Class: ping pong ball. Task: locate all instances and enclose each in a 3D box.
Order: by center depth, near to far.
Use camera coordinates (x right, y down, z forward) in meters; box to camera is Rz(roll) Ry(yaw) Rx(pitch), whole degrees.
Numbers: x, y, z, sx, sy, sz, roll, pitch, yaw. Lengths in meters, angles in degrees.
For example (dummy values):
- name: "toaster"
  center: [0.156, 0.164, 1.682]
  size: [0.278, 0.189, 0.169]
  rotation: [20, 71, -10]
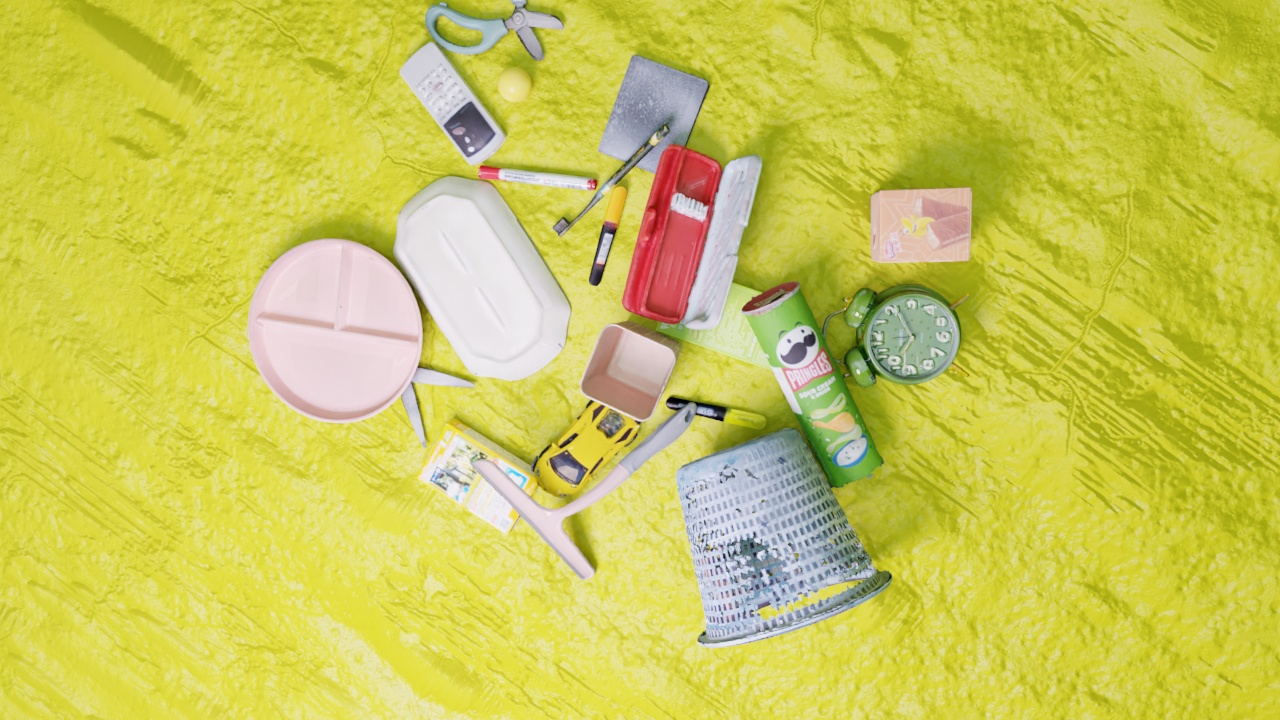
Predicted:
- name: "ping pong ball"
  center: [-0.148, -0.325, 1.079]
  size: [0.040, 0.040, 0.040]
  rotation: [1, 98, 9]

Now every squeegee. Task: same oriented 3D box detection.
- name: "squeegee"
  center: [-0.030, 0.132, 1.089]
  size: [0.249, 0.040, 0.248]
  rotation: [-37, 124, -1]

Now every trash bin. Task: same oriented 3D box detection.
- name: "trash bin"
  center: [0.139, 0.188, 1.029]
  size: [0.227, 0.226, 0.195]
  rotation: [-21, 82, 12]

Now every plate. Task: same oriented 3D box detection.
- name: "plate"
  center: [-0.200, -0.098, 1.123]
  size: [0.162, 0.034, 0.265]
  rotation: [-31, 92, 12]
- name: "plate"
  center: [-0.377, -0.037, 1.144]
  size: [0.229, 0.028, 0.229]
  rotation: [1, 96, 8]

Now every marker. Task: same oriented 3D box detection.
- name: "marker"
  center: [-0.041, -0.149, 1.099]
  size: [0.018, 0.015, 0.124]
  rotation: [10, 104, -24]
- name: "marker"
  center: [-0.124, -0.219, 1.102]
  size: [0.145, 0.017, 0.017]
  rotation: [8, 99, 8]
- name: "marker"
  center: [0.090, 0.063, 1.107]
  size: [0.124, 0.015, 0.018]
  rotation: [12, 96, 9]

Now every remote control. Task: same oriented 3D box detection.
- name: "remote control"
  center: [-0.226, -0.308, 1.105]
  size: [0.058, 0.021, 0.150]
  rotation: [-38, 90, 13]

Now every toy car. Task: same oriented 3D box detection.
- name: "toy car"
  center: [-0.065, 0.105, 1.115]
  size: [0.156, 0.041, 0.071]
  rotation: [-45, 99, 5]

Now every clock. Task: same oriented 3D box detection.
- name: "clock"
  center: [0.288, -0.027, 1.040]
  size: [0.161, 0.056, 0.116]
  rotation: [-1, 97, 10]

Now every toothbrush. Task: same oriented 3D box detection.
- name: "toothbrush"
  center: [-0.036, -0.211, 1.076]
  size: [0.186, 0.012, 0.017]
  rotation: [-41, 107, 21]

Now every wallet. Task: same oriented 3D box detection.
- name: "wallet"
  center: [0.015, -0.283, 1.070]
  size: [0.097, 0.019, 0.121]
  rotation: [22, 100, 4]

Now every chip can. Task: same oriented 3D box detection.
- name: "chip can"
  center: [0.195, 0.029, 1.037]
  size: [0.072, 0.072, 0.236]
  rotation: [-25, 103, 12]

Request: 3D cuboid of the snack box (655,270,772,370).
- name: "snack box"
  center: [0.104, -0.050, 1.083]
  size: [0.156, 0.026, 0.086]
  rotation: [19, 100, 6]

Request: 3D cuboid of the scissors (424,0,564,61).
- name: "scissors"
  center: [-0.183, -0.416, 1.084]
  size: [0.181, 0.019, 0.170]
  rotation: [-26, 94, 11]

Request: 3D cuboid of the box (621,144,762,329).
- name: "box"
  center: [0.058, -0.140, 1.019]
  size: [0.102, 0.100, 0.201]
  rotation: [16, 86, -19]

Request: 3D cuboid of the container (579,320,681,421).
- name: "container"
  center: [-0.006, 0.006, 1.066]
  size: [0.090, 0.110, 0.090]
  rotation: [24, 101, 5]

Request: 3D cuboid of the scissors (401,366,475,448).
- name: "scissors"
  center: [-0.323, 0.004, 1.165]
  size: [0.221, 0.021, 0.234]
  rotation: [-9, 96, 11]

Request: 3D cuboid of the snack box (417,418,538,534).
- name: "snack box"
  center: [-0.202, 0.147, 1.160]
  size: [0.140, 0.033, 0.087]
  rotation: [30, 102, 3]

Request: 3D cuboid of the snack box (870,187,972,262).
- name: "snack box"
  center: [0.303, -0.147, 1.001]
  size: [0.094, 0.092, 0.077]
  rotation: [0, 98, 9]
